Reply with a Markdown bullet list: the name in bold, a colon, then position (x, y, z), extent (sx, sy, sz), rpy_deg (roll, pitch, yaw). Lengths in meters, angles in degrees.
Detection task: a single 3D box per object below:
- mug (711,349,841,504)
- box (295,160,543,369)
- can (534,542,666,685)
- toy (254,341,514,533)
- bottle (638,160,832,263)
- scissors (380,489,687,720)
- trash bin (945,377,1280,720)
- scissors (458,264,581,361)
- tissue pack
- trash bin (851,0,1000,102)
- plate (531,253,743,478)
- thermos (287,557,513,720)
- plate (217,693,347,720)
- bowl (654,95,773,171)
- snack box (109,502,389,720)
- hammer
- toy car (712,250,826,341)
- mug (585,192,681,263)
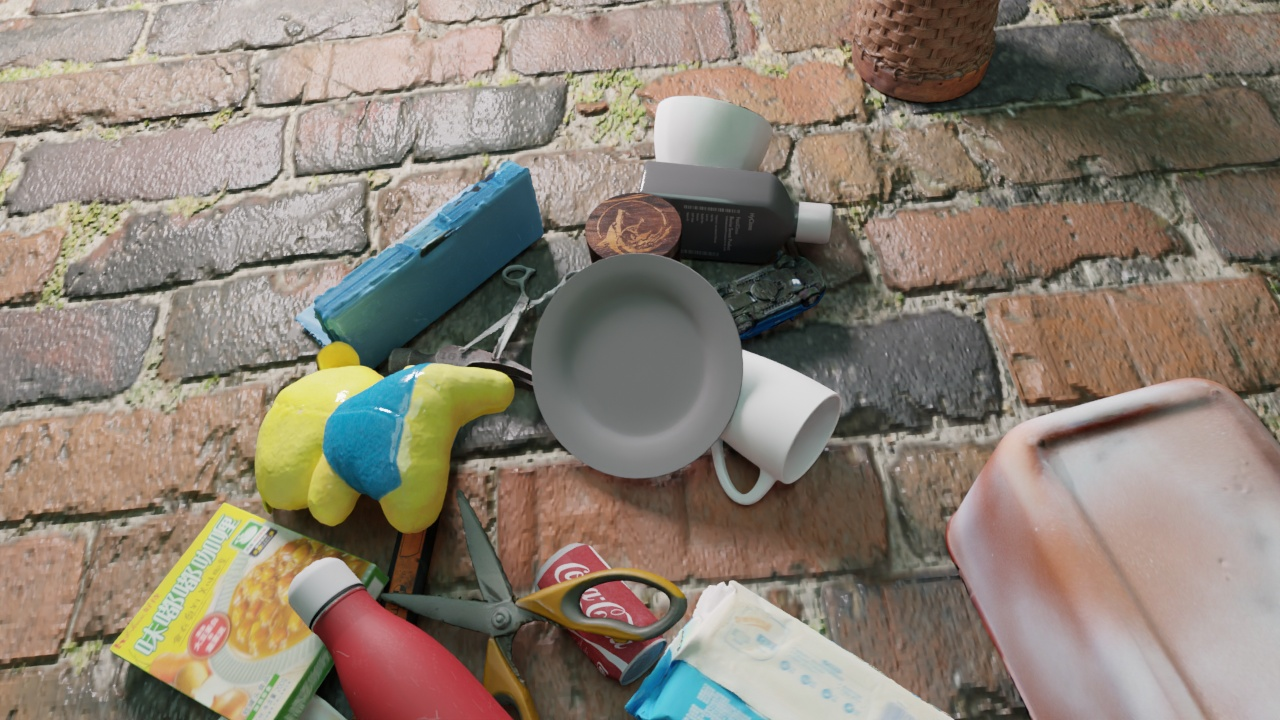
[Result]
- **mug**: position (0.092, 0.055, 0.730), extent (0.088, 0.081, 0.114), rpy_deg (32, 94, 28)
- **box**: position (-0.211, -0.103, 0.844), extent (0.112, 0.094, 0.231), rpy_deg (35, 65, 27)
- **can**: position (-0.029, 0.181, 0.658), extent (0.054, 0.054, 0.096), rpy_deg (-37, 61, -20)
- **toy**: position (-0.215, 0.054, 0.696), extent (0.214, 0.084, 0.148), rpy_deg (2, 53, 36)
- **bottle**: position (0.088, -0.133, 0.846), extent (0.174, 0.084, 0.046), rpy_deg (6, 56, 7)
- **scissors**: position (-0.072, 0.186, 0.626), extent (0.229, 0.016, 0.225), rpy_deg (-21, 75, 11)
- **trash bin**: position (0.340, 0.158, 0.586), extent (0.181, 0.158, 0.259), rpy_deg (-14, 57, -5)
- **scissors**: position (-0.092, -0.049, 0.825), extent (0.147, 0.014, 0.141), rpy_deg (-7, 39, -5)
- **tissue pack**: position (0.106, 0.242, 0.601), extent (0.209, 0.066, 0.116), rpy_deg (28, 61, 19)
- **trash bin**: position (0.304, -0.394, 0.931), extent (0.151, 0.210, 0.151), rpy_deg (-1, 56, 2)
- **plate**: position (-0.004, 0.004, 0.732), extent (0.179, 0.012, 0.178), rpy_deg (0, 90, 20)
- **thermos**: position (-0.142, 0.221, 0.588), extent (0.240, 0.073, 0.073), rpy_deg (42, 67, 17)
- **plate**: position (-0.242, 0.324, 0.593), extent (0.187, 0.016, 0.186), rpy_deg (29, 66, 23)
- **bowl**: position (0.065, -0.202, 0.882), extent (0.116, 0.116, 0.065), rpy_deg (13, 87, 12)
- **snack box**: position (-0.285, 0.185, 0.670), extent (0.168, 0.027, 0.131), rpy_deg (13, 57, 27)
- **hammer**: position (-0.159, 0.125, 0.718), extent (0.138, 0.035, 0.313), rpy_deg (2, 57, 6)
- **toy car**: position (0.105, -0.052, 0.812), extent (0.120, 0.044, 0.056), rpy_deg (-25, 58, -11)
- **mug**: position (-0.006, -0.094, 0.810), extent (0.080, 0.107, 0.115), rpy_deg (-10, 56, -3)
